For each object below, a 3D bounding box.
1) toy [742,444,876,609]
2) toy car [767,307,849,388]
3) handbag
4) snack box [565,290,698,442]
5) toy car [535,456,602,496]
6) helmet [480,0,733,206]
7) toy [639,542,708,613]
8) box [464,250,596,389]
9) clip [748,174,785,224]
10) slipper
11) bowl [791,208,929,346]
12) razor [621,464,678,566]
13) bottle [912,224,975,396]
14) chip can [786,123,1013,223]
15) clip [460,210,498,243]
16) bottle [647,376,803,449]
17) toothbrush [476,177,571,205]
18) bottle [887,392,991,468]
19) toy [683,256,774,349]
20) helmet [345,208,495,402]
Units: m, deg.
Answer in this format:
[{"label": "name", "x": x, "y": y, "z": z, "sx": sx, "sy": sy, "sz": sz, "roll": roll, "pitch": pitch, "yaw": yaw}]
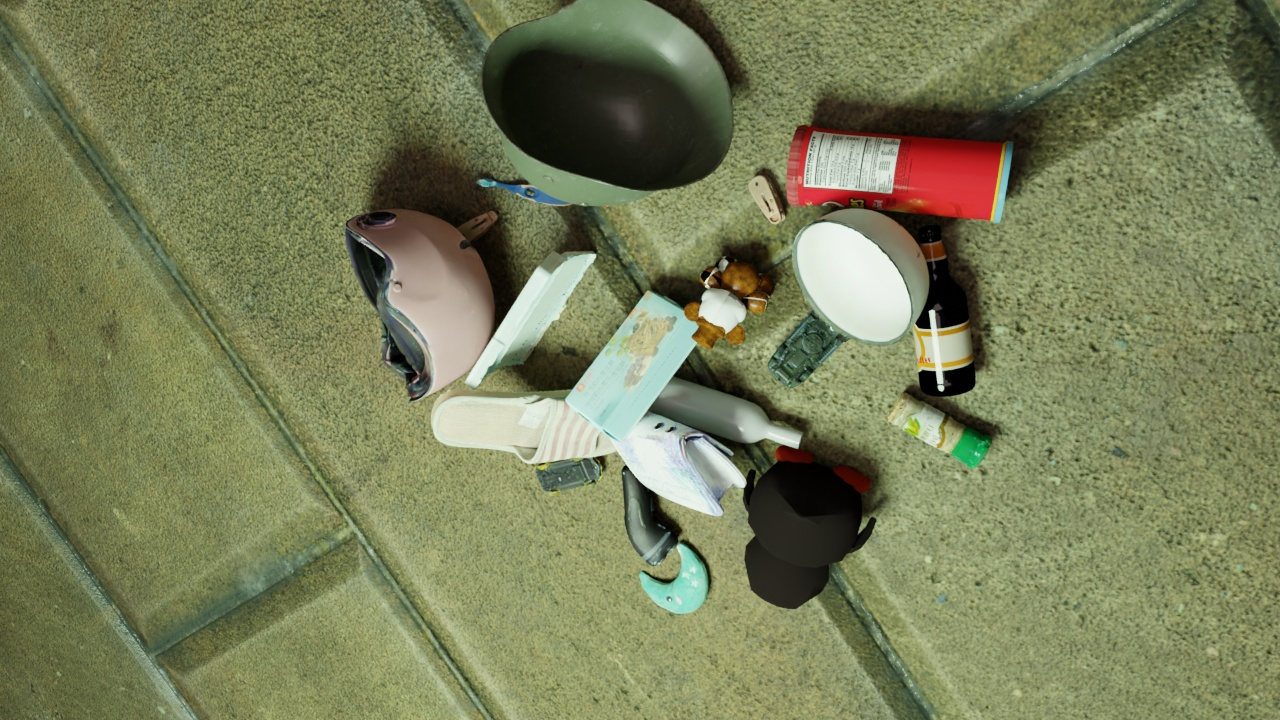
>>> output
[{"label": "toy", "x": 0.183, "y": 0.220, "z": 1.099, "sx": 0.159, "sy": 0.139, "sz": 0.184, "roll": 21, "pitch": 116, "yaw": 15}, {"label": "toy car", "x": 0.198, "y": -0.023, "z": 1.061, "sx": 0.056, "sy": 0.043, "sz": 0.120, "roll": 43, "pitch": 116, "yaw": 4}, {"label": "handbag", "x": 0.041, "y": 0.112, "z": 1.115, "sx": 0.159, "sy": 0.069, "sz": 0.126, "roll": 13, "pitch": 144, "yaw": 54}, {"label": "snack box", "x": -0.006, "y": 0.006, "z": 1.095, "sx": 0.075, "sy": 0.053, "sz": 0.174, "roll": 34, "pitch": 85, "yaw": 42}, {"label": "toy car", "x": -0.097, "y": 0.153, "z": 1.257, "sx": 0.107, "sy": 0.030, "sz": 0.049, "roll": -15, "pitch": 101, "yaw": 29}, {"label": "helmet", "x": -0.054, "y": -0.259, "z": 0.995, "sx": 0.154, "sy": 0.267, "sz": 0.226, "roll": 150, "pitch": 120, "yaw": -61}, {"label": "toy", "x": 0.050, "y": 0.305, "z": 1.251, "sx": 0.105, "sy": 0.033, "sz": 0.085, "roll": -42, "pitch": 78, "yaw": 30}, {"label": "box", "x": -0.140, "y": -0.055, "z": 1.140, "sx": 0.044, "sy": 0.135, "sz": 0.198, "roll": 42, "pitch": 119, "yaw": 7}, {"label": "clip", "x": 0.143, "y": -0.180, "z": 1.036, "sx": 0.026, "sy": 0.049, "sz": 0.061, "roll": -24, "pitch": 125, "yaw": 28}, {"label": "slipper", "x": -0.129, "y": 0.083, "z": 1.154, "sx": 0.262, "sy": 0.052, "sz": 0.115, "roll": 4, "pitch": 126, "yaw": -18}, {"label": "bowl", "x": 0.240, "y": -0.096, "z": 0.961, "sx": 0.153, "sy": 0.072, "sz": 0.154, "roll": 41, "pitch": 154, "yaw": 24}, {"label": "razor", "x": 0.009, "y": 0.203, "z": 1.219, "sx": 0.064, "sy": 0.053, "sz": 0.140, "roll": -11, "pitch": 103, "yaw": 14}, {"label": "bottle", "x": 0.322, "y": -0.055, "z": 0.989, "sx": 0.059, "sy": 0.059, "sz": 0.182, "roll": -5, "pitch": 106, "yaw": 24}, {"label": "chip can", "x": 0.265, "y": -0.193, "z": 0.949, "sx": 0.213, "sy": 0.086, "sz": 0.087, "roll": 9, "pitch": 112, "yaw": 19}, {"label": "clip", "x": -0.208, "y": -0.177, "z": 1.193, "sx": 0.026, "sy": 0.049, "sz": 0.061, "roll": 54, "pitch": 160, "yaw": -4}, {"label": "bottle", "x": 0.103, "y": 0.067, "z": 1.129, "sx": 0.195, "sy": 0.052, "sz": 0.052, "roll": 18, "pitch": 114, "yaw": 16}, {"label": "toothbrush", "x": -0.145, "y": -0.213, "z": 1.153, "sx": 0.135, "sy": 0.017, "sz": 0.022, "roll": 15, "pitch": 115, "yaw": 18}, {"label": "bottle", "x": 0.338, "y": 0.078, "z": 1.039, "sx": 0.111, "sy": 0.043, "sz": 0.043, "roll": 30, "pitch": 117, "yaw": 11}, {"label": "toy", "x": 0.098, "y": -0.065, "z": 1.051, "sx": 0.087, "sy": 0.067, "sz": 0.112, "roll": 30, "pitch": 83, "yaw": 11}, {"label": "helmet", "x": -0.275, "y": -0.089, "z": 1.155, "sx": 0.255, "sy": 0.152, "sz": 0.230, "roll": 40, "pitch": 149, "yaw": 44}]
